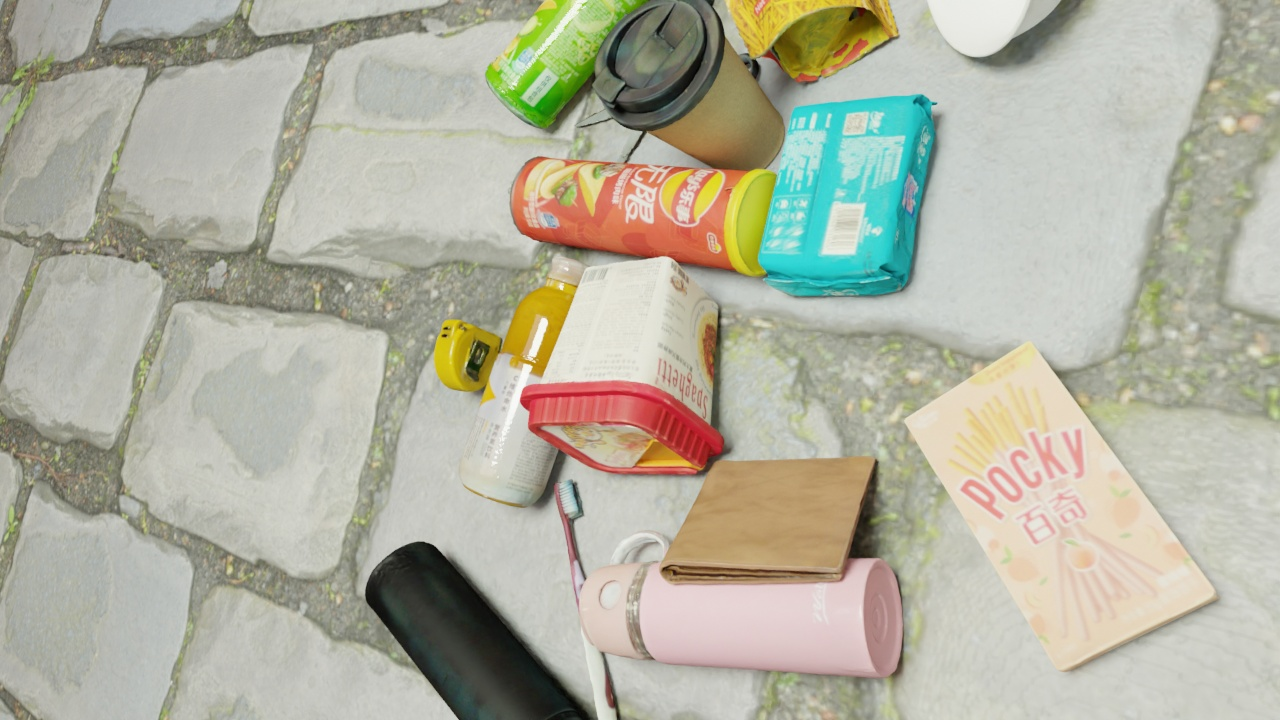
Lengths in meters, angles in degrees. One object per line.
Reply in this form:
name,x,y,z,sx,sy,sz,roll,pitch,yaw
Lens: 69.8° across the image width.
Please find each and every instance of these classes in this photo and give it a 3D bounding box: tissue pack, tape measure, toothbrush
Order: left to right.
tape measure,-0.141,-0.003,0.753,0.029,0.060,0.057,4,78,32
toothbrush,-0.037,0.173,0.655,0.017,0.016,0.187,-23,63,17
tissue pack,0.134,-0.108,0.593,0.093,0.050,0.133,7,80,38

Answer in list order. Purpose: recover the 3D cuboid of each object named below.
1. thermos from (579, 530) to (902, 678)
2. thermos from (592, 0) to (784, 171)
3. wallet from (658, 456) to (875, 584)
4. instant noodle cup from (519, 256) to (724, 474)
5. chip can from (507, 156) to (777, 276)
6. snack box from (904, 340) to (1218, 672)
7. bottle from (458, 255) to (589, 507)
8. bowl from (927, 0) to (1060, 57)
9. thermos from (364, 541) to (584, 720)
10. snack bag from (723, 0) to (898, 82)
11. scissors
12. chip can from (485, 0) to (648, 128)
thermos,0.056,0.147,0.568,0.199,0.067,0.087,-8,52,35
thermos,0.039,-0.179,0.623,0.093,0.143,0.093,-11,70,32
wallet,0.078,0.095,0.556,0.115,0.020,0.101,-7,30,32
instant noodle cup,-0.004,0.004,0.627,0.117,0.116,0.124,-3,63,35
chip can,0.001,-0.111,0.676,0.217,0.073,0.073,15,85,38
snack box,0.218,0.075,0.493,0.085,0.026,0.157,-38,58,21
bottle,-0.079,0.014,0.698,0.068,0.068,0.189,17,87,38
bowl,0.227,-0.248,0.550,0.064,0.118,0.118,-13,62,-10
thermos,-0.113,0.238,0.661,0.242,0.068,0.090,37,121,36
snack bag,0.101,-0.302,0.654,0.128,0.073,0.207,-11,69,-6
scissors,0.017,-0.221,0.734,0.181,0.014,0.159,-4,74,36
chip can,-0.037,-0.292,0.757,0.222,0.072,0.072,-45,55,16
